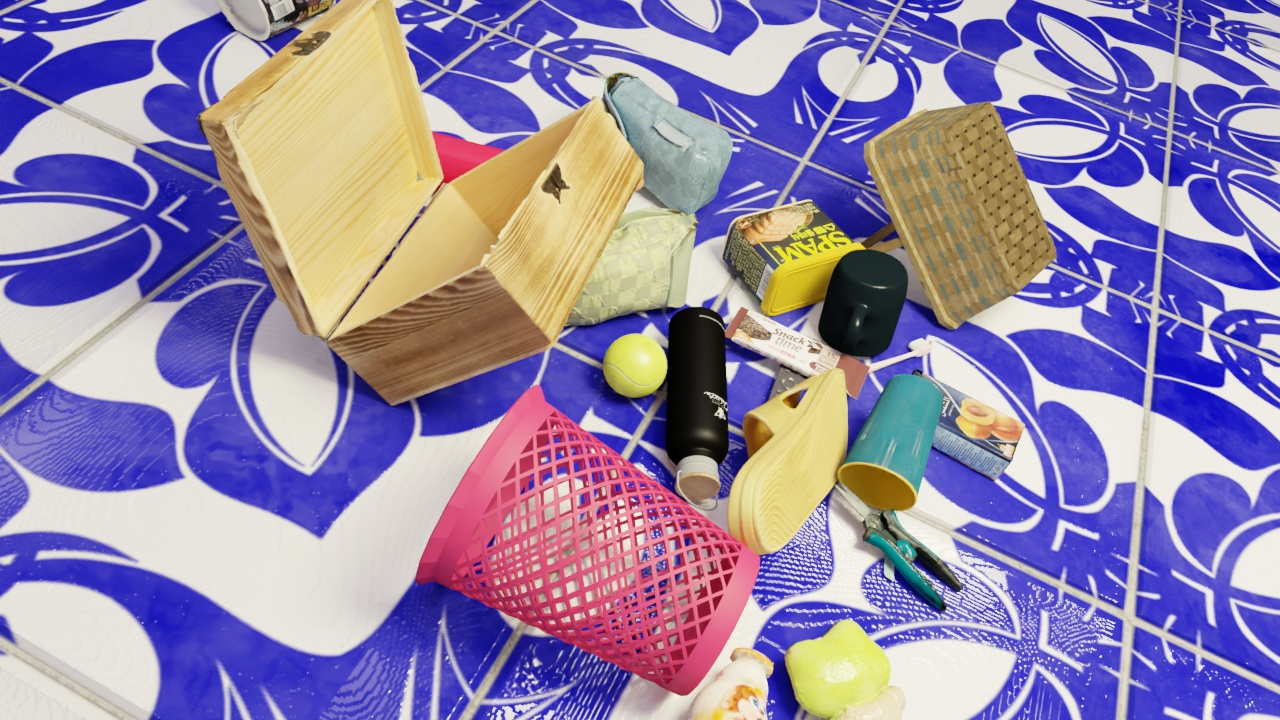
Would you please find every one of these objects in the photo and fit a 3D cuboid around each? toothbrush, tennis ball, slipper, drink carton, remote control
[{"bbox_3d":[0.259,0.006,1.032,0.180,0.016,0.018,-18,49,-27],"label":"toothbrush"},{"bbox_3d":[-0.006,0.005,0.936,0.065,0.065,0.065,7,48,-8],"label":"tennis ball"},{"bbox_3d":[0.133,0.093,0.870,0.079,0.099,0.262,-3,21,32],"label":"slipper"},{"bbox_3d":[0.334,0.067,0.979,0.130,0.040,0.064,29,49,13],"label":"drink carton"},{"bbox_3d":[0.163,0.021,0.995,0.032,0.015,0.136,22,48,6],"label":"remote control"}]

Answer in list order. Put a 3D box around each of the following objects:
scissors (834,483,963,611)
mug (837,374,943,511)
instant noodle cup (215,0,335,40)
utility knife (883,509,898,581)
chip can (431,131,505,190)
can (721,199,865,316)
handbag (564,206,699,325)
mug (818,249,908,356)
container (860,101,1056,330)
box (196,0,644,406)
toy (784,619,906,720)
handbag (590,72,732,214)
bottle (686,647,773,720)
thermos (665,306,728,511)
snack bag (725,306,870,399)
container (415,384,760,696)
[{"bbox_3d":[0.241,0.177,0.865,0.128,0.019,0.140,9,53,-15],"label":"scissors"},{"bbox_3d":[0.253,0.077,0.904,0.078,0.078,0.121,26,60,10],"label":"mug"},{"bbox_3d":[-0.499,-0.503,1.229,0.137,0.137,0.112,30,58,13],"label":"instant noodle cup"},{"bbox_3d":[0.250,0.140,0.916,0.022,0.016,0.179,14,51,0],"label":"utility knife"},{"bbox_3d":[-0.186,-0.222,1.091,0.220,0.069,0.069,14,48,-1],"label":"chip can"},{"bbox_3d":[0.179,-0.125,1.090,0.135,0.075,0.104,-17,53,-26],"label":"can"},{"bbox_3d":[-0.027,-0.111,1.005,0.186,0.113,0.117,-15,47,-23],"label":"handbag"},{"bbox_3d":[0.244,-0.056,1.018,0.085,0.095,0.121,17,43,14],"label":"mug"},{"bbox_3d":[0.360,-0.173,1.118,0.157,0.187,0.250,-34,101,-34],"label":"container"},{"bbox_3d":[-0.224,-0.170,0.864,0.315,0.283,0.278,48,42,-27],"label":"box"},{"bbox_3d":[0.175,0.276,0.756,0.092,0.046,0.115,-19,63,-25],"label":"toy"},{"bbox_3d":[0.011,-0.263,1.144,0.192,0.122,0.118,39,51,15],"label":"handbag"},{"bbox_3d":[0.069,0.278,0.715,0.063,0.063,0.108,25,50,9],"label":"bottle"},{"bbox_3d":[0.057,0.048,0.916,0.061,0.061,0.230,8,48,-6],"label":"thermos"},{"bbox_3d":[0.172,-0.011,1.004,0.158,0.013,0.056,27,47,11],"label":"snack bag"},{"bbox_3d":[-0.033,0.155,0.739,0.226,0.184,0.182,30,49,3],"label":"container"}]
